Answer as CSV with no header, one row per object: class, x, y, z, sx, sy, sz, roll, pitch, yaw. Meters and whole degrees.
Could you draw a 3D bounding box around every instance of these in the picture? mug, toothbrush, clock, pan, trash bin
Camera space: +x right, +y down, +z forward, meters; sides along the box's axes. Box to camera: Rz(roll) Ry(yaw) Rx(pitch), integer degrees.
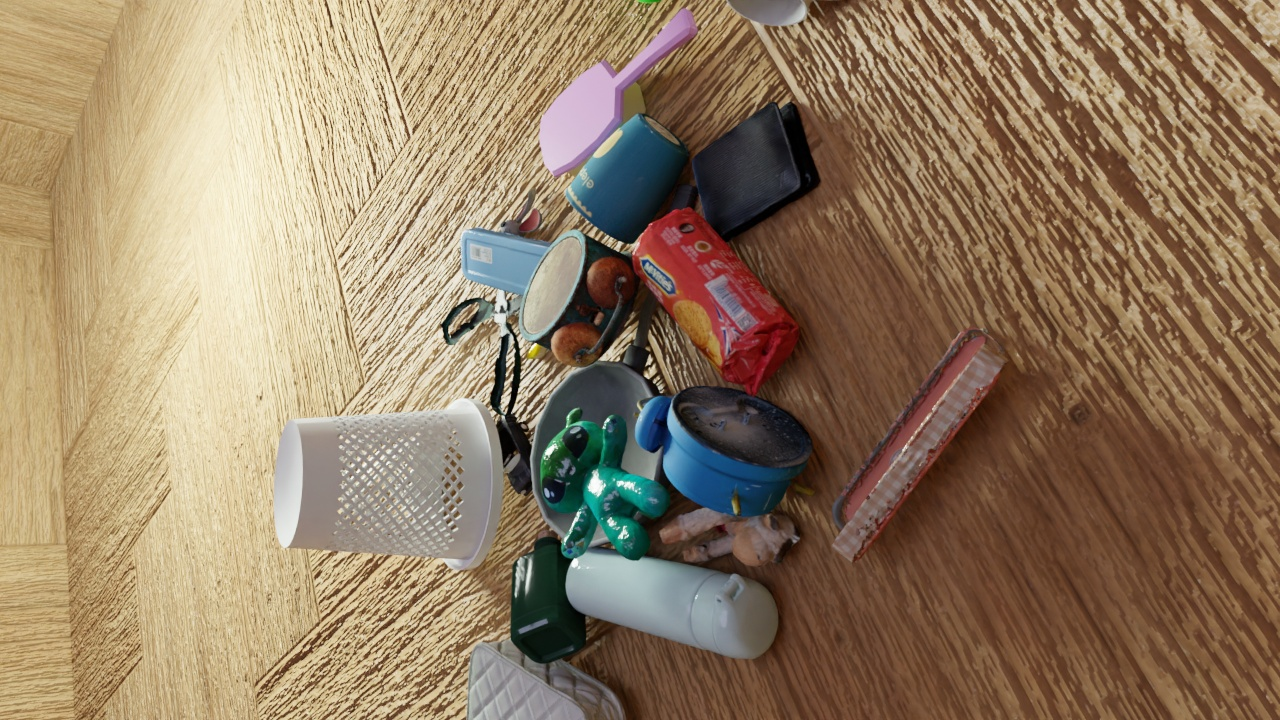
mug,-0.009,-0.185,0.891,0.104,0.084,0.112,-50,23,21
toothbrush,-0.080,-0.046,0.982,0.136,0.016,0.021,-48,51,28
mug,0.135,-0.340,0.774,0.107,0.071,0.089,14,85,19
clock,0.063,0.064,0.748,0.161,0.116,0.060,40,124,43
pan,-0.005,0.005,0.880,0.179,0.041,0.357,19,93,45
clock,-0.048,-0.051,0.853,0.121,0.073,0.157,-61,28,8
trash bin,-0.282,0.134,1.005,0.196,0.199,0.195,-12,76,57

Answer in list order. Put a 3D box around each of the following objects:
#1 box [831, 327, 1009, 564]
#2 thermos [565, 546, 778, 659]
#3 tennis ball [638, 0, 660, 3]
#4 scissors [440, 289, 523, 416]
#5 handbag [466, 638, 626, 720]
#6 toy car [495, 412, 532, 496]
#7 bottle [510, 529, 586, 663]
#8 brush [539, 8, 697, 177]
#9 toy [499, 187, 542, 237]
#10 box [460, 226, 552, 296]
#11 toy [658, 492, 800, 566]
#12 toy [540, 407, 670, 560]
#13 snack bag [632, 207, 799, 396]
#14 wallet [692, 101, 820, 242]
box,0.197,0.061,0.656,0.048,0.085,0.187,35,110,9
thermos,0.024,0.208,0.799,0.207,0.065,0.078,0,122,46
tennis ball,0.009,-0.386,0.902,0.065,0.065,0.065,-9,78,45
scissors,-0.179,-0.019,1.067,0.202,0.015,0.201,-25,58,43
handbag,-0.091,0.357,0.893,0.195,0.072,0.139,13,102,46
toy car,-0.138,0.101,1.002,0.040,0.037,0.092,-51,52,28
bottle,-0.091,0.223,0.903,0.061,0.061,0.131,-25,37,13
brush,-0.018,-0.268,0.928,0.229,0.043,0.089,-31,63,39
toy,-0.147,-0.148,1.055,0.112,0.030,0.049,-40,52,33
box,-0.127,-0.103,1.006,0.210,0.037,0.066,18,110,44
toy,0.081,0.143,0.757,0.106,0.085,0.074,9,57,26
toy,-0.036,0.108,0.808,0.193,0.072,0.131,30,98,53
snack bag,0.064,-0.056,0.782,0.082,0.082,0.176,-52,59,27
wallet,0.096,-0.165,0.808,0.115,0.026,0.089,-30,65,40
